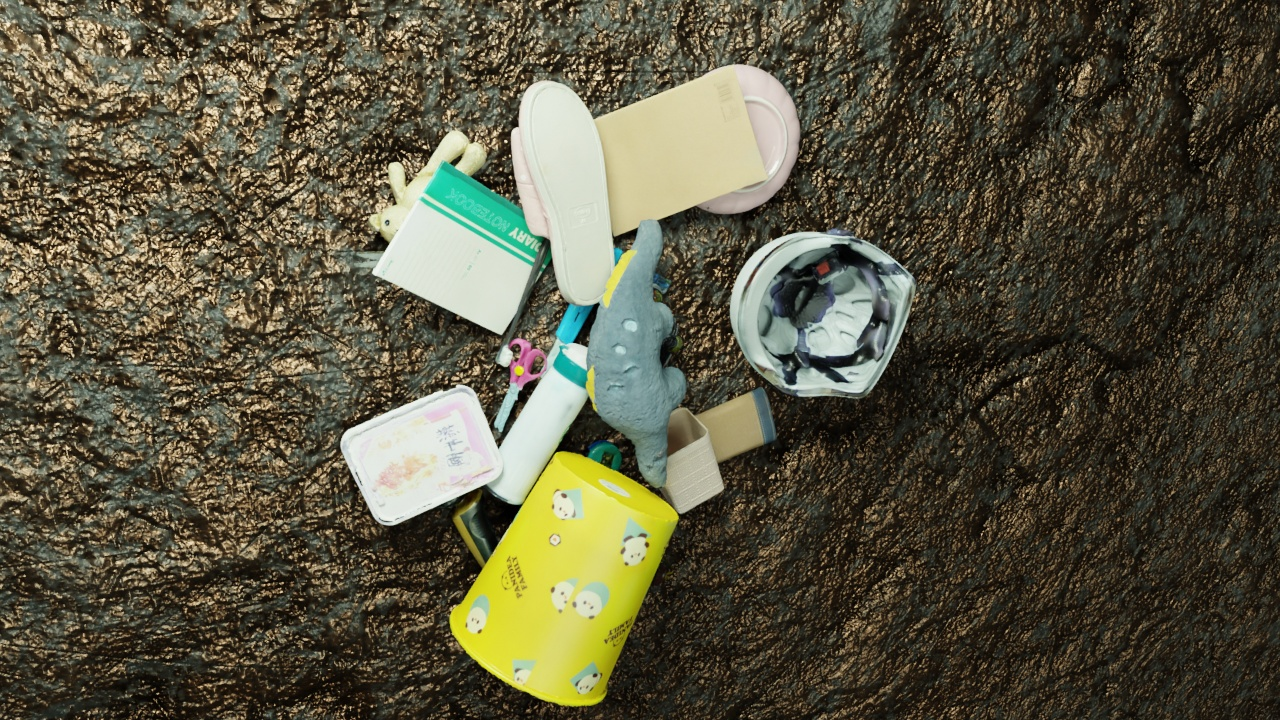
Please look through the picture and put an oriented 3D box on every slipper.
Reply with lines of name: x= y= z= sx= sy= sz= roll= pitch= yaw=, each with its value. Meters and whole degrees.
slipper: x=-0.092 y=-0.196 z=1.106 sx=0.114 sy=0.054 sz=0.275 roll=-30 pitch=119 yaw=-34

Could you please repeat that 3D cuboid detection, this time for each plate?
plate: x=0.128 y=-0.281 z=1.187 sx=0.192 sy=0.039 sz=0.193 roll=-8 pitch=114 yaw=-20

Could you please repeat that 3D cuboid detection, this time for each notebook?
notebook: x=0.039 y=-0.258 z=1.141 sx=0.211 sy=0.012 sz=0.149 roll=-20 pitch=118 yaw=4
notebook: x=-0.197 y=-0.127 z=1.087 sx=0.209 sy=0.012 sz=0.150 roll=28 pitch=97 yaw=-50

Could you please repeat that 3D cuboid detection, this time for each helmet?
helmet: x=0.228 y=-0.075 z=1.254 sx=0.258 sy=0.146 sz=0.229 roll=11 pitch=105 yaw=-18

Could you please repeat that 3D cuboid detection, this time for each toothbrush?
toothbrush: x=-0.145 y=-0.073 z=1.154 sx=0.015 sy=0.018 sz=0.181 roll=0 pitch=117 yaw=-53

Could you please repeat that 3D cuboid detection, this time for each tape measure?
tape measure: x=-0.054 y=0.141 z=1.292 sx=0.058 sy=0.025 sz=0.054 roll=1 pitch=111 yaw=-24

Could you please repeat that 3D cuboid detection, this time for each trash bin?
trash bin: x=-0.088 y=0.274 z=1.200 sx=0.229 sy=0.230 sz=0.255 roll=26 pitch=94 yaw=-30

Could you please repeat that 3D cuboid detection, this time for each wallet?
wallet: x=0.141 y=0.099 z=1.355 sx=0.115 sy=0.033 sz=0.090 roll=-23 pitch=115 yaw=-12

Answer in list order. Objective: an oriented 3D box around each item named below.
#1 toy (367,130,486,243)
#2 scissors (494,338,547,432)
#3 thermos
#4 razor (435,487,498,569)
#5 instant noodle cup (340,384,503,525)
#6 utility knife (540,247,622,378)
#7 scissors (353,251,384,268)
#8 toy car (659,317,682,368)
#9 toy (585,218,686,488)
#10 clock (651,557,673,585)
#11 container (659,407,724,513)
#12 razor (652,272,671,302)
toy: x=-0.240 y=-0.192 z=1.050 sx=0.105 sy=0.066 sz=0.157 roll=39 pitch=99 yaw=-25
scissors: x=-0.161 y=0.039 z=1.198 sx=0.064 sy=0.017 sz=0.136 roll=25 pitch=110 yaw=13
thermos: x=-0.124 y=0.081 z=1.206 sx=0.073 sy=0.073 sz=0.224 roll=27 pitch=101 yaw=-30
razor: x=-0.229 y=0.224 z=1.241 sx=0.068 sy=0.062 sz=0.168 roll=-9 pitch=124 yaw=13
instant noodle cup: x=-0.276 y=0.112 z=1.159 sx=0.173 sy=0.060 sz=0.138 roll=-24 pitch=111 yaw=-14
utility knife: x=-0.083 y=-0.060 z=1.201 sx=0.034 sy=0.018 sz=0.203 roll=22 pitch=103 yaw=-30
scissors: x=-0.253 y=-0.108 z=1.071 sx=0.172 sy=0.014 sz=0.143 roll=-39 pitch=143 yaw=-23
toy car: x=0.002 y=0.007 z=1.243 sx=0.070 sy=0.042 sz=0.158 roll=20 pitch=101 yaw=-55
toy: x=-0.007 y=0.007 z=1.154 sx=0.137 sy=0.091 sz=0.356 roll=-21 pitch=112 yaw=-48
clock: x=-0.008 y=0.295 z=1.343 sx=0.121 sy=0.082 sz=0.055 roll=7 pitch=112 yaw=-24
container: x=0.058 y=0.145 z=1.307 sx=0.090 sy=0.090 sz=0.111 roll=-28 pitch=123 yaw=-11
razor: x=-0.007 y=-0.052 z=1.234 sx=0.042 sy=0.022 sz=0.143 roll=25 pitch=100 yaw=-28
